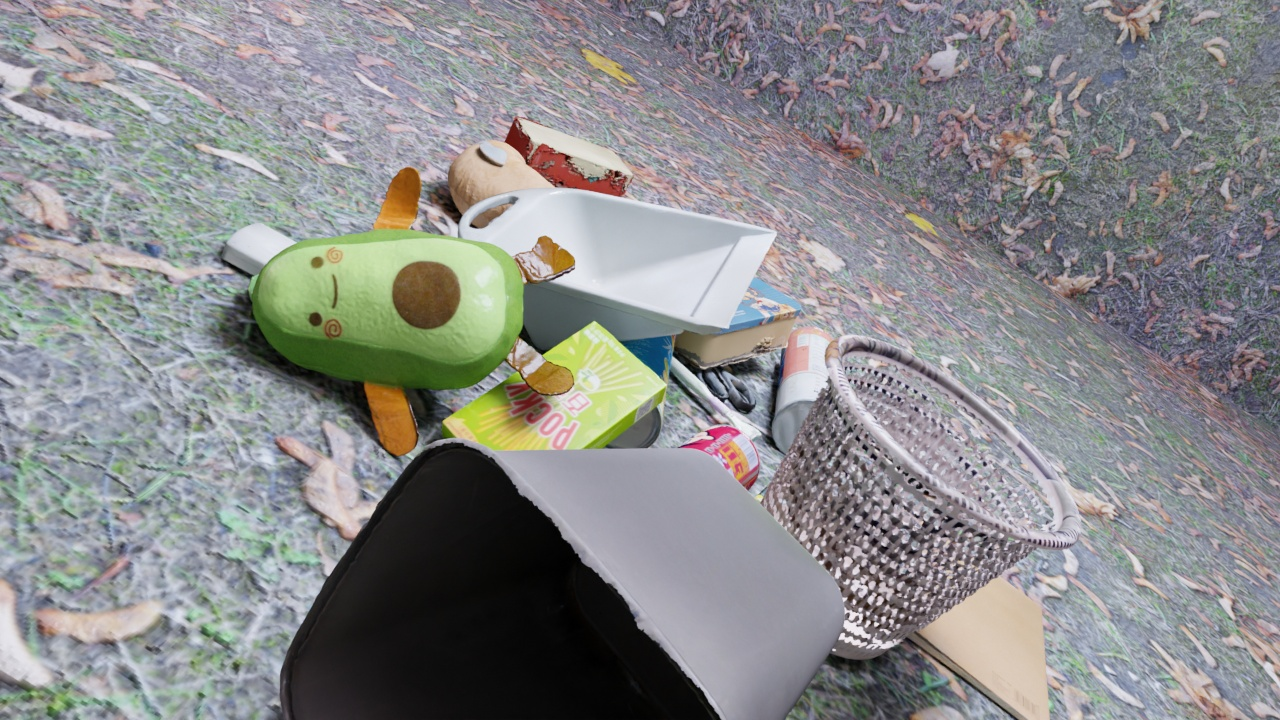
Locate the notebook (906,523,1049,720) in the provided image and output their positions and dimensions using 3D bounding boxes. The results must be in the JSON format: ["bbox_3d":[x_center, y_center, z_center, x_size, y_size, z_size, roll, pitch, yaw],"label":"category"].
[{"bbox_3d":[0.323,0.246,0.875,0.149,0.012,0.211,37,26,7],"label":"notebook"}]

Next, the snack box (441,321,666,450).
[{"bbox_3d":[-0.064,0.039,0.702,0.156,0.026,0.086,-35,66,-29],"label":"snack box"}]

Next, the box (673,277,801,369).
[{"bbox_3d":[0.095,-0.044,1.033,0.090,0.061,0.183,35,31,32],"label":"box"}]

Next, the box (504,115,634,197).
[{"bbox_3d":[-0.096,-0.266,1.227,0.168,0.080,0.091,11,32,-36],"label":"box"}]

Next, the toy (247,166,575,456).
[{"bbox_3d":[-0.168,-0.040,0.682,0.246,0.090,0.226,1,68,-10],"label":"toy"}]

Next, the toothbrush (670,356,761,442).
[{"bbox_3d":[0.051,0.022,0.957,0.029,0.020,0.189,-32,61,-26],"label":"toothbrush"}]

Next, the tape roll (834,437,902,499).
[{"bbox_3d":[0.252,0.119,1.016,0.085,0.014,0.085,25,27,-14],"label":"tape roll"}]

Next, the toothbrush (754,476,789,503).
[{"bbox_3d":[0.105,0.134,0.827,0.017,0.012,0.185,49,28,9],"label":"toothbrush"}]

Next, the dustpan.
[{"bbox_3d":[-0.033,-0.113,0.873,0.143,0.258,0.222,66,29,-22],"label":"dustpan"}]

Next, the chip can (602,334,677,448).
[{"bbox_3d":[-0.005,0.005,0.863,0.071,0.071,0.209,29,26,-8],"label":"chip can"}]

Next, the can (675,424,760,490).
[{"bbox_3d":[0.055,0.097,0.772,0.066,0.067,0.093,40,27,14],"label":"can"}]

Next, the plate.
[{"bbox_3d":[0.325,0.100,1.122,0.179,0.024,0.179,25,28,-15],"label":"plate"}]

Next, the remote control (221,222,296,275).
[{"bbox_3d":[-0.270,-0.067,0.751,0.135,0.019,0.056,29,26,-8],"label":"remote control"}]

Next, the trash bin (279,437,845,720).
[{"bbox_3d":[-0.018,0.152,0.469,0.198,0.199,0.219,45,22,22],"label":"trash bin"}]

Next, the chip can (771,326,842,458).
[{"bbox_3d":[0.189,0.030,1.034,0.071,0.071,0.214,31,26,-3],"label":"chip can"}]

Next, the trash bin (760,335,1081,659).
[{"bbox_3d":[0.191,0.122,0.732,0.227,0.193,0.227,26,27,-14],"label":"trash bin"}]

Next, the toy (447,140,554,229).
[{"bbox_3d":[-0.112,-0.161,1.025,0.226,0.083,0.143,38,40,5],"label":"toy"}]

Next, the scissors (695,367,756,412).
[{"bbox_3d":[0.078,0.001,1.035,0.146,0.014,0.171,31,23,0],"label":"scissors"}]
